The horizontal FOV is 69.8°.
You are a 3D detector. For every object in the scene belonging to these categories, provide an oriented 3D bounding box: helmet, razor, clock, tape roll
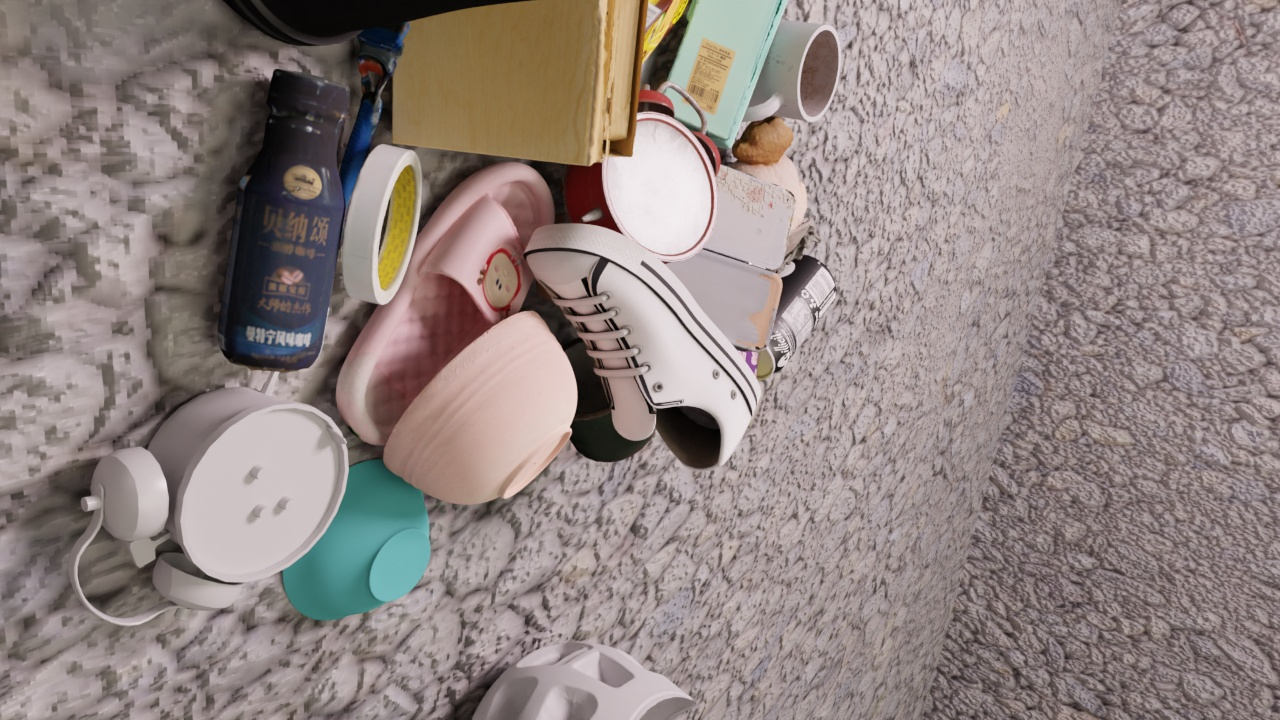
[{"bbox_3d":[-0.068,0.394,0.828,0.223,0.184,0.282,-13,111,-48],"label":"helmet"},{"bbox_3d":[-0.166,-0.131,0.537,0.018,0.044,0.141,-7,119,-60],"label":"razor"},{"bbox_3d":[-0.237,0.081,0.515,0.158,0.061,0.120,-47,142,-34],"label":"clock"},{"bbox_3d":[0.005,-0.139,0.690,0.110,0.062,0.156,37,64,-29],"label":"clock"},{"bbox_3d":[-0.153,-0.081,0.548,0.094,0.019,0.094,-172,-85,-88],"label":"tape roll"}]

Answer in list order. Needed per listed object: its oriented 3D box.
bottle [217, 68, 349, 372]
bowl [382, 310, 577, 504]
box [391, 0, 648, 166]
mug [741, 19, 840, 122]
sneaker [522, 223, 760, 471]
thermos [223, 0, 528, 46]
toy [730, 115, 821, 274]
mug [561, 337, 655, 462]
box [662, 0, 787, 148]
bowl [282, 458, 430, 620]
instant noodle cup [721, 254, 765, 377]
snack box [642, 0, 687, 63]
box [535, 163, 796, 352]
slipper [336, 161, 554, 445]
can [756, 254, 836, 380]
[{"bbox_3d":[-0.192,-0.075,0.502,0.056,0.056,0.161,-2,108,-57],"label":"bottle"},{"bbox_3d":[-0.096,0.046,0.636,0.153,0.076,0.153,-46,170,-10],"label":"bowl"},{"bbox_3d":[-0.053,-0.254,0.554,0.184,0.142,0.249,-29,130,-56],"label":"box"},{"bbox_3d":[0.110,-0.254,0.830,0.119,0.096,0.083,-52,144,-27],"label":"mug"},{"bbox_3d":[-0.004,0.004,0.673,0.245,0.091,0.097,48,56,-39],"label":"sneaker"},{"bbox_3d":[-0.099,-0.205,0.427,0.105,0.219,0.106,-24,118,-54],"label":"thermos"},{"bbox_3d":[0.117,-0.160,0.917,0.132,0.076,0.176,-23,128,-32],"label":"toy"},{"bbox_3d":[-0.044,0.041,0.782,0.111,0.085,0.081,-29,140,-5],"label":"mug"},{"bbox_3d":[0.071,-0.281,0.772,0.080,0.077,0.188,27,84,-60],"label":"box"},{"bbox_3d":[-0.183,0.134,0.641,0.120,0.046,0.121,-33,133,-45],"label":"bowl"},{"bbox_3d":[0.061,-0.040,0.854,0.136,0.122,0.122,0,103,-66],"label":"instant noodle cup"},{"bbox_3d":[0.006,-0.255,0.682,0.148,0.025,0.061,-61,-176,-40],"label":"snack box"},{"bbox_3d":[0.029,-0.099,0.758,0.216,0.043,0.150,14,84,-28],"label":"box"},{"bbox_3d":[-0.124,-0.037,0.630,0.221,0.056,0.107,-57,148,-19],"label":"slipper"},{"bbox_3d":[0.154,-0.051,1.026,0.145,0.080,0.080,-48,142,-32],"label":"can"}]
